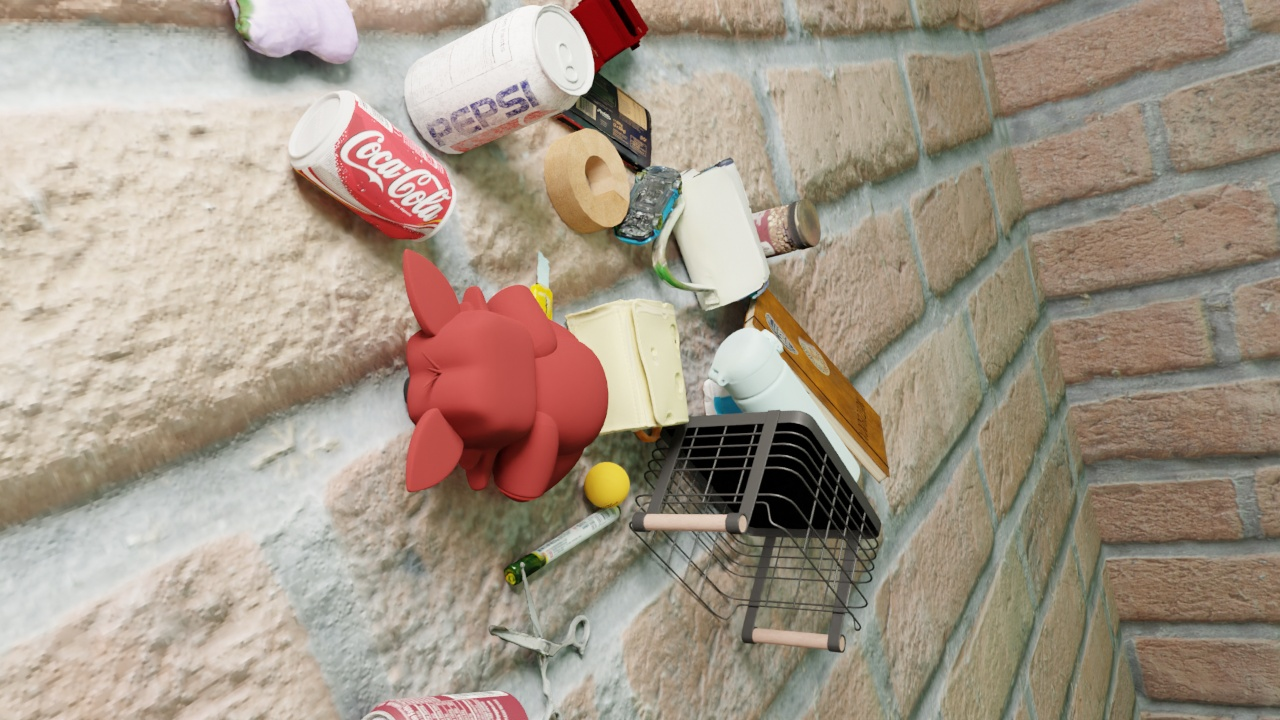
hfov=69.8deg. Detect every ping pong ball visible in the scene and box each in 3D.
[{"bbox_3d":[-0.030,0.110,0.806,0.040,0.040,0.040,19,66,-51],"label":"ping pong ball"}]

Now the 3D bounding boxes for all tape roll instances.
[{"bbox_3d":[-0.049,-0.168,0.863,0.094,0.027,0.094,19,66,-51],"label":"tape roll"}]

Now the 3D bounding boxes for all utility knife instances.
[{"bbox_3d":[-0.087,-0.009,0.783,0.030,0.017,0.175,27,57,-59],"label":"utility knife"}]

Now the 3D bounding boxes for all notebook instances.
[{"bbox_3d":[0.198,0.016,1.050,0.249,0.014,0.178,47,22,-10],"label":"notebook"}]

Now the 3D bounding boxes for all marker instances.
[{"bbox_3d":[-0.061,0.152,0.771,0.146,0.017,0.017,-22,99,-54],"label":"marker"}]

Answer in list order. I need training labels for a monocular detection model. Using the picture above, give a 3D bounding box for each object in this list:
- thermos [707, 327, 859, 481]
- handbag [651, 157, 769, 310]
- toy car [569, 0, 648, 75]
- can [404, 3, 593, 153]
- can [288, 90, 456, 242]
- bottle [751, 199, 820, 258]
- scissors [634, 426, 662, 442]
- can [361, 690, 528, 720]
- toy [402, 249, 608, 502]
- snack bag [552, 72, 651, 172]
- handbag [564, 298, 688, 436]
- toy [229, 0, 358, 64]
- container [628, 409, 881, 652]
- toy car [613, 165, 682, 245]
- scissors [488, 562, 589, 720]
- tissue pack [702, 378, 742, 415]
[{"bbox_3d":[0.150,0.057,0.948,0.078,0.065,0.207,-40,113,-3],"label":"thermos"},{"bbox_3d":[0.071,-0.127,0.982,0.175,0.074,0.151,-37,111,-51],"label":"handbag"},{"bbox_3d":[-0.036,-0.320,0.872,0.070,0.062,0.169,55,33,-19],"label":"toy car"},{"bbox_3d":[-0.109,-0.212,0.695,0.078,0.136,0.078,19,66,-51],"label":"can"},{"bbox_3d":[-0.183,-0.131,0.634,0.104,0.064,0.064,38,52,-43],"label":"can"},{"bbox_3d":[0.151,-0.148,1.071,0.056,0.105,0.056,19,67,-51],"label":"bottle"},{"bbox_3d":[0.033,0.065,0.932,0.131,0.013,0.073,40,52,-41],"label":"scissors"},{"bbox_3d":[-0.129,0.255,0.608,0.114,0.063,0.063,20,65,-51],"label":"can"},{"bbox_3d":[-0.107,0.020,0.655,0.197,0.121,0.158,18,69,-62],"label":"toy"},{"bbox_3d":[-0.038,-0.247,0.907,0.155,0.018,0.074,22,63,-51],"label":"snack bag"},{"bbox_3d":[-0.005,0.005,0.833,0.111,0.081,0.119,-2,80,-58],"label":"handbag"},{"bbox_3d":[-0.236,-0.237,0.614,0.099,0.037,0.080,-13,82,-60],"label":"toy"},{"bbox_3d":[0.113,0.164,0.877,0.241,0.163,0.130,52,46,-37],"label":"container"},{"bbox_3d":[0.009,-0.154,0.921,0.032,0.048,0.105,82,26,-52],"label":"toy car"},{"bbox_3d":[-0.076,0.241,0.719,0.141,0.014,0.171,10,78,-62],"label":"scissors"},{"bbox_3d":[0.141,0.069,1.039,0.208,0.066,0.117,-2,82,-53],"label":"tissue pack"}]
